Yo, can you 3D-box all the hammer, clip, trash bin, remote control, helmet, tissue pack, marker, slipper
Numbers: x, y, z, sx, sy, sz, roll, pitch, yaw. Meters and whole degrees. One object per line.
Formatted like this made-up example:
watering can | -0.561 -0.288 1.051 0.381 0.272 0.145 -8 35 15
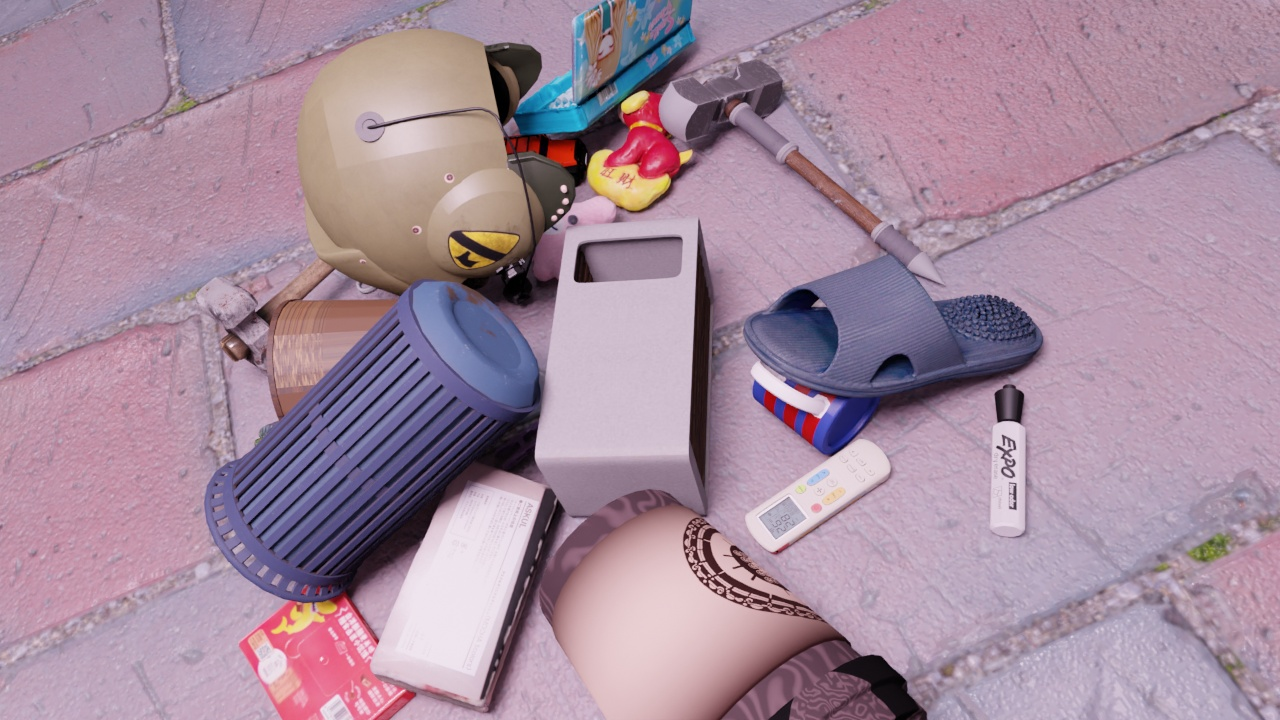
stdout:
hammer | -0.291 -0.117 0.919 0.049 0.122 0.318 27 63 28
clip | -0.106 0.073 0.813 0.053 0.013 0.037 -22 57 -5
trash bin | -0.200 0.058 0.707 0.250 0.139 0.139 -41 55 17
remote control | 0.142 0.107 0.731 0.125 0.018 0.038 -32 57 -8
helmet | -0.185 -0.164 0.819 0.233 0.256 0.250 -12 55 -5
hammer | 0.168 -0.177 0.882 0.155 0.043 0.322 -26 61 -34
tissue pack | -0.138 0.175 0.730 0.104 0.071 0.181 15 63 4
marker | 0.287 0.075 0.715 0.025 0.025 0.125 5 59 15
trash bin | -0.005 0.005 0.771 0.114 0.114 0.228 -2 57 11
slipper | 0.211 -0.035 0.714 0.263 0.083 0.101 -4 43 -20

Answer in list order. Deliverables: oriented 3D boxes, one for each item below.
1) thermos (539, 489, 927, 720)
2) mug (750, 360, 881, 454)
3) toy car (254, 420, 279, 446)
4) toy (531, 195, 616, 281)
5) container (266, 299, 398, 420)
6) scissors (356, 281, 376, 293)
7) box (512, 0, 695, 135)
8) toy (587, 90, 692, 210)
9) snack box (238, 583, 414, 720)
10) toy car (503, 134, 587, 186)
thermos | 0.046 0.205 0.608 0.172 0.173 0.226 -38 52 -13
mug | 0.134 0.024 0.733 0.076 0.111 0.075 40 109 30
toy car | -0.319 0.102 0.828 0.048 0.033 0.105 -15 60 1
toy | -0.077 -0.121 0.907 0.099 0.053 0.095 7 72 20
container | -0.223 0.002 0.819 0.167 0.132 0.132 -6 57 2
scissors | -0.250 -0.121 0.967 0.171 0.014 0.090 -36 58 -8
box | -0.018 -0.319 0.951 0.083 0.173 0.226 47 54 -7
toy | 0.003 -0.217 0.946 0.106 0.067 0.137 9 68 14
snack box | -0.251 0.244 0.728 0.089 0.021 0.133 -40 58 -14
toy car | -0.107 -0.214 0.973 0.100 0.049 0.051 -4 57 10
